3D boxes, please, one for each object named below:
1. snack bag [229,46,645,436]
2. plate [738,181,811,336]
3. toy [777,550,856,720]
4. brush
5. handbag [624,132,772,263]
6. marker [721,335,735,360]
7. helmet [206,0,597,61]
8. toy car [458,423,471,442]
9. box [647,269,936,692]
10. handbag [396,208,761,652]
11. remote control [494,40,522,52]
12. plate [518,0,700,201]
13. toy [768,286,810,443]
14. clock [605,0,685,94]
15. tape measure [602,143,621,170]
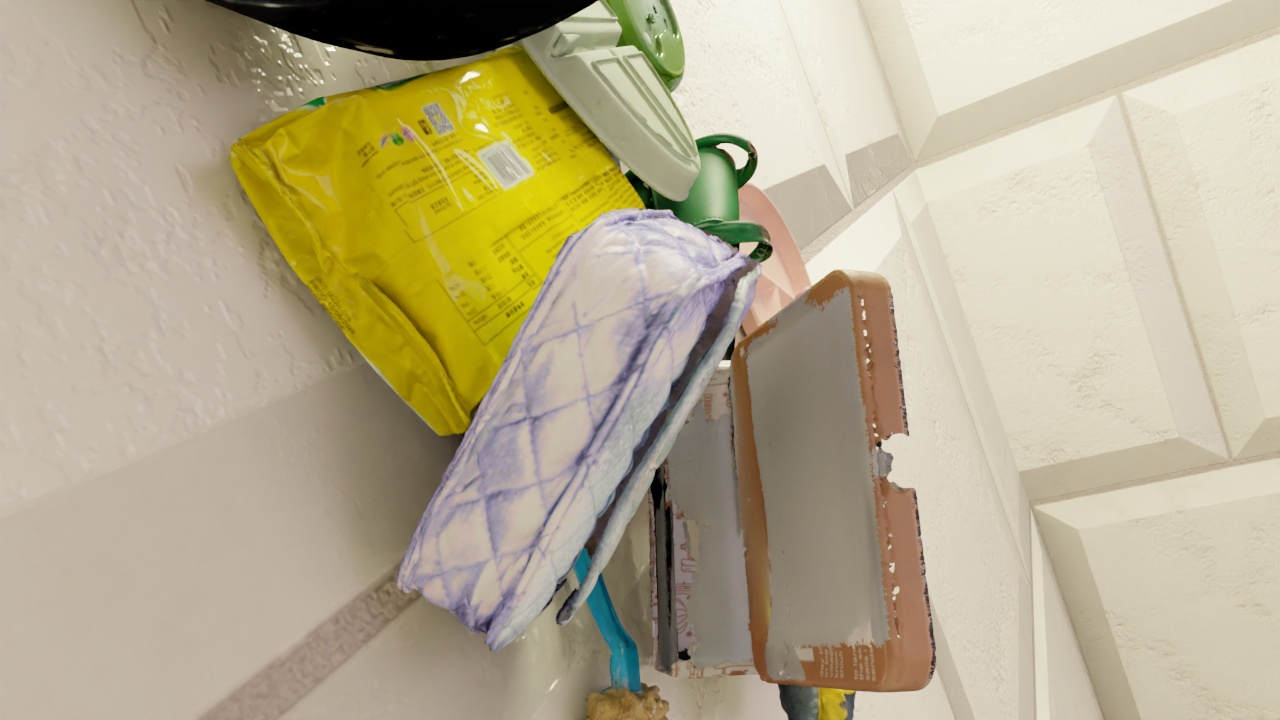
[{"bbox_3d":[-0.080,-0.080,0.472,0.158,0.068,0.245,53,30,-10],"label":"snack bag"},{"bbox_3d":[0.139,-0.079,0.979,0.229,0.028,0.229,40,41,-46],"label":"plate"},{"bbox_3d":[0.128,0.182,0.683,0.355,0.091,0.138,-48,134,-78],"label":"toy"},{"bbox_3d":[-0.023,0.147,0.515,0.083,0.046,0.254,9,62,-58],"label":"brush"},{"bbox_3d":[0.038,-0.101,0.688,0.068,0.120,0.131,49,31,-37],"label":"handbag"},{"bbox_3d":[0.070,0.024,0.787,0.022,0.020,0.131,48,35,-37],"label":"marker"},{"bbox_3d":[-0.097,-0.245,0.394,0.233,0.231,0.274,50,23,12],"label":"helmet"},{"bbox_3d":[-0.071,0.011,0.507,0.049,0.031,0.105,54,33,-29],"label":"toy car"},{"bbox_3d":[0.057,0.076,0.485,0.262,0.088,0.177,108,-19,-73],"label":"box"},{"bbox_3d":[-0.022,0.031,0.411,0.075,0.194,0.134,32,19,9],"label":"handbag"},{"bbox_3d":[-0.084,-0.258,0.661,0.058,0.021,0.150,24,54,-57],"label":"remote control"},{"bbox_3d":[-0.030,-0.204,0.601,0.230,0.027,0.229,48,19,-23],"label":"plate"},{"bbox_3d":[0.117,0.036,0.689,0.178,0.074,0.195,-18,122,-26],"label":"toy"},{"bbox_3d":[-0.005,-0.272,0.785,0.161,0.056,0.115,60,29,-22],"label":"clock"},{"bbox_3d":[-0.035,-0.138,0.677,0.054,0.025,0.058,36,40,-48],"label":"tape measure"}]
